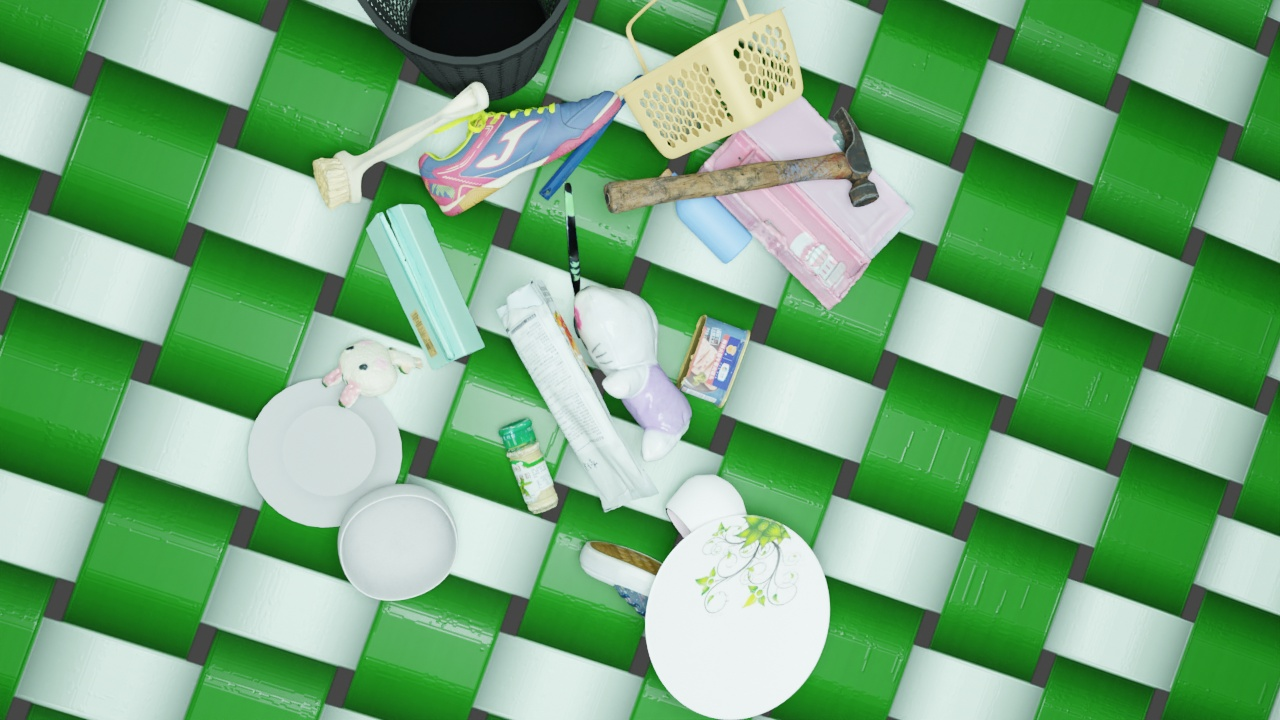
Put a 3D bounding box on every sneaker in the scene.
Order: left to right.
[{"bbox_3d":[-0.139,-0.256,1.038,0.242,0.116,0.091,-29,104,2],"label":"sneaker"},{"bbox_3d":[0.027,0.292,1.089,0.235,0.087,0.079,27,92,-9],"label":"sneaker"}]

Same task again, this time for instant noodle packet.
[{"bbox_3d":[-0.072,0.041,1.036,0.057,0.147,0.269,-29,88,-27],"label":"instant noodle packet"}]

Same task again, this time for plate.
[{"bbox_3d":[-0.366,0.107,1.073,0.172,0.019,0.173,0,92,-6],"label":"plate"},{"bbox_3d":[0.109,0.291,1.052,0.229,0.030,0.229,1,89,-19],"label":"plate"}]

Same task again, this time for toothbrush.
[{"bbox_3d":[-0.079,-0.120,1.099,0.014,0.017,0.188,-5,91,-4],"label":"toothbrush"},{"bbox_3d":[-0.055,-0.268,1.096,0.016,0.017,0.190,40,87,-5],"label":"toothbrush"}]

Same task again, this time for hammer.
[{"bbox_3d":[0.114,-0.215,1.048,0.329,0.033,0.120,-11,78,-19],"label":"hammer"}]

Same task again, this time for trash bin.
[{"bbox_3d":[-0.177,-0.385,0.966,0.217,0.243,0.217,0,91,-6],"label":"trash bin"}]

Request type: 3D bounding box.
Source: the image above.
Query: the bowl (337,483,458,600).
[{"bbox_3d":[-0.279,0.202,1.055,0.131,0.064,0.132,-5,106,-18],"label":"bowl"}]

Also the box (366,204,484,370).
[{"bbox_3d":[-0.261,-0.080,1.057,0.079,0.077,0.189,-22,96,11],"label":"box"}]

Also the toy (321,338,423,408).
[{"bbox_3d":[-0.309,0.009,1.052,0.112,0.087,0.050,-29,138,-16],"label":"toy"}]

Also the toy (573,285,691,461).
[{"bbox_3d":[-0.006,0.006,1.048,0.085,0.137,0.209,-24,95,10],"label":"toy"}]

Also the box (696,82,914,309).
[{"bbox_3d":[0.198,-0.197,1.111,0.233,0.055,0.179,45,71,-5],"label":"box"}]

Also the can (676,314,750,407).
[{"bbox_3d":[0.086,0.001,1.100,0.059,0.054,0.100,20,89,-5],"label":"can"}]

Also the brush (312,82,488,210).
[{"bbox_3d":[-0.261,-0.229,0.980,0.273,0.077,0.062,-18,106,35],"label":"brush"}]

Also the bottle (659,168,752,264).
[{"bbox_3d":[0.073,-0.177,1.096,0.131,0.048,0.048,45,87,-5],"label":"bottle"}]

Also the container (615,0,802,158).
[{"bbox_3d":[0.070,-0.332,1.014,0.129,0.184,0.167,-36,105,-30],"label":"container"}]

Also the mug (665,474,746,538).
[{"bbox_3d":[0.089,0.193,1.092,0.076,0.090,0.124,-37,113,-14],"label":"mug"}]

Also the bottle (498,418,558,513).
[{"bbox_3d":[-0.131,0.125,1.088,0.042,0.042,0.110,-20,95,-5],"label":"bottle"}]
